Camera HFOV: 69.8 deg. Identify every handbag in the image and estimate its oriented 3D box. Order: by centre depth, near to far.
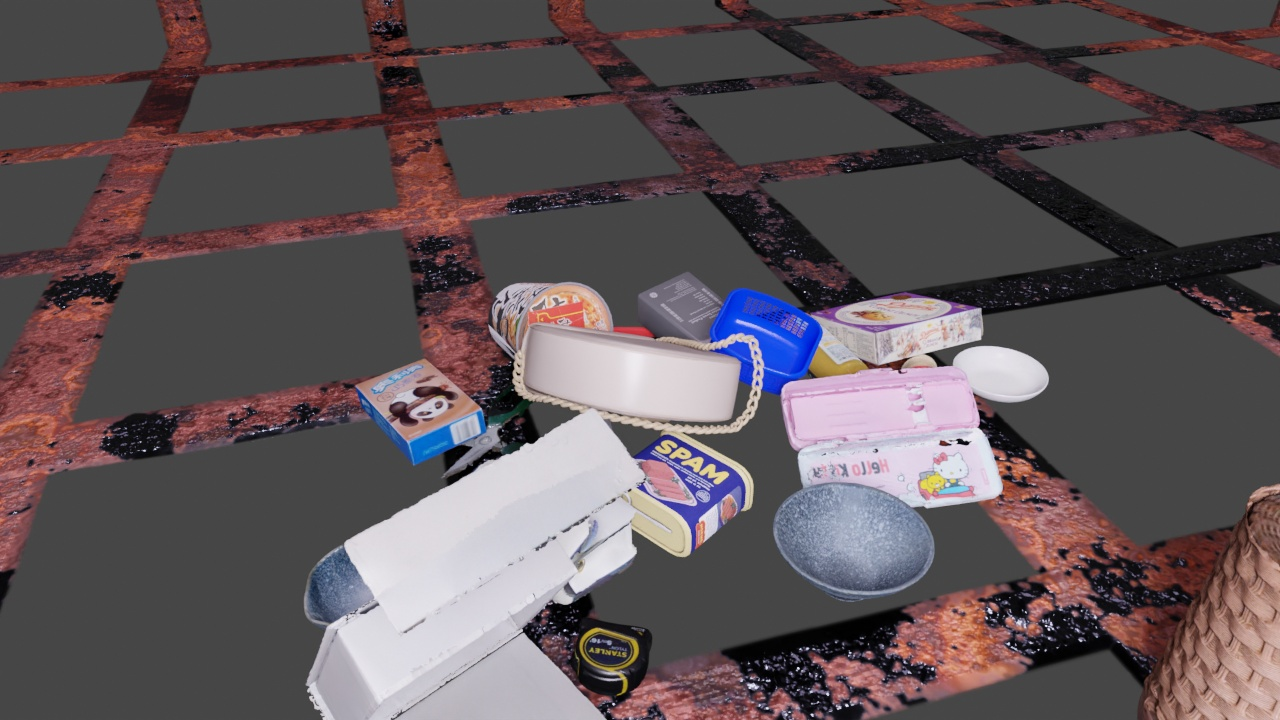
[{"bbox_3d":[-0.109,0.157,0.822,0.175,0.074,0.151,-29,43,-34],"label":"handbag"},{"bbox_3d":[-0.006,0.006,0.950,0.210,0.103,0.209,6,5,-45],"label":"handbag"}]

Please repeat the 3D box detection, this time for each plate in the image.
[{"bbox_3d":[0.413,0.021,1.060,0.104,0.026,0.104,-1,33,1],"label":"plate"}]

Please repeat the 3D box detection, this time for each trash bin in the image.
[{"bbox_3d":[0.445,0.203,0.617,0.151,0.210,0.151,0,34,0],"label":"trash bin"}]

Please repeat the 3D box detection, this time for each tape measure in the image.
[{"bbox_3d":[-0.024,0.238,0.731,0.062,0.034,0.061,9,30,6],"label":"tape measure"}]

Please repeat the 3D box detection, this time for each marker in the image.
[{"bbox_3d":[-0.042,0.058,1.025,0.022,0.016,0.138,13,29,-22],"label":"marker"}]

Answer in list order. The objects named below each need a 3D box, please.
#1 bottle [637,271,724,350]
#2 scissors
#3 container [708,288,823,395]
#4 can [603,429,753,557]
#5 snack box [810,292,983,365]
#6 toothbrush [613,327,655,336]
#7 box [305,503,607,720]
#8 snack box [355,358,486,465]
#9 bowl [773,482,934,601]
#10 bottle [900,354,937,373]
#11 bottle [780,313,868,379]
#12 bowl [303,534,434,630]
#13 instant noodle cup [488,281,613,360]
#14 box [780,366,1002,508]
[{"bbox_3d":[0.080,-0.035,1.120,0.083,0.046,0.174,-27,50,-27],"label":"bottle"},{"bbox_3d":[-0.120,0.083,0.988,0.203,0.015,0.201,19,39,25],"label":"scissors"},{"bbox_3d":[0.136,-0.018,1.033,0.114,0.058,0.096,25,59,8],"label":"container"},{"bbox_3d":[0.034,0.126,0.881,0.116,0.057,0.092,26,43,35],"label":"can"},{"bbox_3d":[0.305,-0.041,1.105,0.147,0.040,0.143,-13,16,-18],"label":"snack box"},{"bbox_3d":[-0.033,-0.039,1.172,0.212,0.012,0.017,0,33,1],"label":"toothbrush"},{"bbox_3d":[-0.086,0.330,0.671,0.167,0.422,0.174,-27,8,-34],"label":"box"},{"bbox_3d":[-0.242,0.053,1.005,0.087,0.034,0.151,-24,34,-28],"label":"snack box"},{"bbox_3d":[0.183,0.172,0.806,0.137,0.057,0.136,-1,33,0],"label":"bowl"},{"bbox_3d":[0.312,0.036,1.026,0.044,0.044,0.108,7,34,12],"label":"bottle"},{"bbox_3d":[0.225,0.010,1.055,0.053,0.053,0.186,-13,36,-18],"label":"bottle"},{"bbox_3d":[-0.223,0.202,0.772,0.110,0.055,0.110,0,34,0],"label":"bowl"},{"bbox_3d":[-0.116,-0.040,1.082,0.123,0.124,0.122,-21,23,-27],"label":"instant noodle cup"},{"bbox_3d":[0.251,0.082,0.933,0.201,0.038,0.152,-5,66,-5],"label":"box"}]
